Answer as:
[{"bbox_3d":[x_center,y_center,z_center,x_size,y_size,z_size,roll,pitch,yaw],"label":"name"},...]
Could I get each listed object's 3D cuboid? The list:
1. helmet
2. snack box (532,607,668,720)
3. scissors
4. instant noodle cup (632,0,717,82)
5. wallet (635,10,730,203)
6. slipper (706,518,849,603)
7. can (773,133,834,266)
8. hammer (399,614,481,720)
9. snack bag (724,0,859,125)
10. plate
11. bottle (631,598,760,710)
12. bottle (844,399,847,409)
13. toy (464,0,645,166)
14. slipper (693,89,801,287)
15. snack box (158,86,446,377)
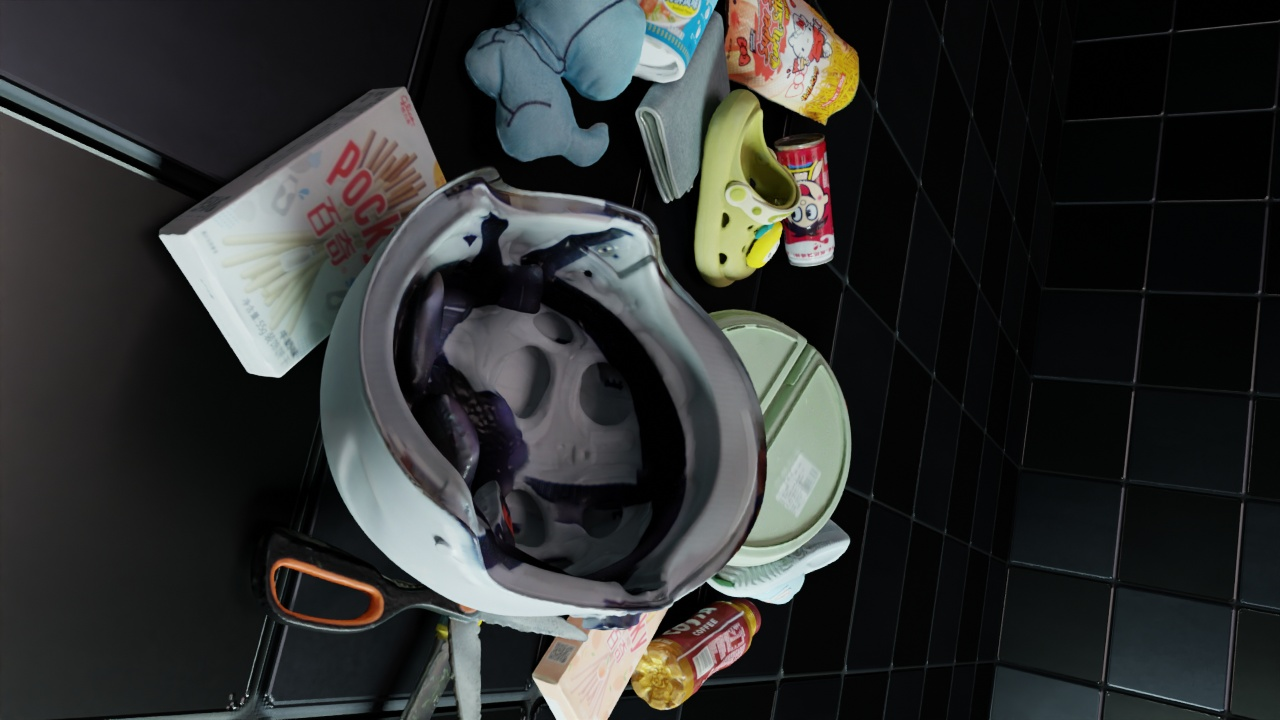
[{"bbox_3d":[-0.061,0.034,0.501,0.258,0.146,0.228,15,63,-46],"label":"helmet"},{"bbox_3d":[-0.024,0.219,0.743,0.156,0.026,0.084,-53,136,-40],"label":"snack box"},{"bbox_3d":[-0.114,0.122,0.541,0.230,0.022,0.220,29,57,-37],"label":"scissors"},{"bbox_3d":[0.015,-0.273,0.680,0.099,0.099,0.110,27,80,-56],"label":"instant noodle cup"},{"bbox_3d":[0.037,-0.210,0.766,0.129,0.037,0.107,-63,154,-29],"label":"wallet"},{"bbox_3d":[0.126,0.191,0.916,0.245,0.104,0.074,2,120,-53],"label":"slipper"},{"bbox_3d":[0.176,-0.171,0.982,0.053,0.053,0.133,-40,127,-49],"label":"can"},{"bbox_3d":[-0.113,0.161,0.588,0.126,0.032,0.322,54,50,-47],"label":"hammer"},{"bbox_3d":[0.139,-0.315,0.906,0.207,0.073,0.128,11,86,-51],"label":"snack bag"},{"bbox_3d":[0.099,0.066,0.813,0.229,0.028,0.230,4,81,-28],"label":"plate"},{"bbox_3d":[0.059,0.265,0.852,0.174,0.058,0.057,-7,100,-58],"label":"bottle"},{"bbox_3d":[0.160,0.045,0.986,0.205,0.060,0.059,16,81,-54],"label":"bottle"},{"bbox_3d":[-0.048,-0.211,0.602,0.156,0.050,0.161,-30,98,-30],"label":"toy"},{"bbox_3d":[0.095,-0.141,0.803,0.091,0.082,0.191,-52,152,-39],"label":"slipper"},{"bbox_3d":[-0.162,-0.071,0.479,0.156,0.027,0.085,-52,136,-40],"label":"snack box"}]
